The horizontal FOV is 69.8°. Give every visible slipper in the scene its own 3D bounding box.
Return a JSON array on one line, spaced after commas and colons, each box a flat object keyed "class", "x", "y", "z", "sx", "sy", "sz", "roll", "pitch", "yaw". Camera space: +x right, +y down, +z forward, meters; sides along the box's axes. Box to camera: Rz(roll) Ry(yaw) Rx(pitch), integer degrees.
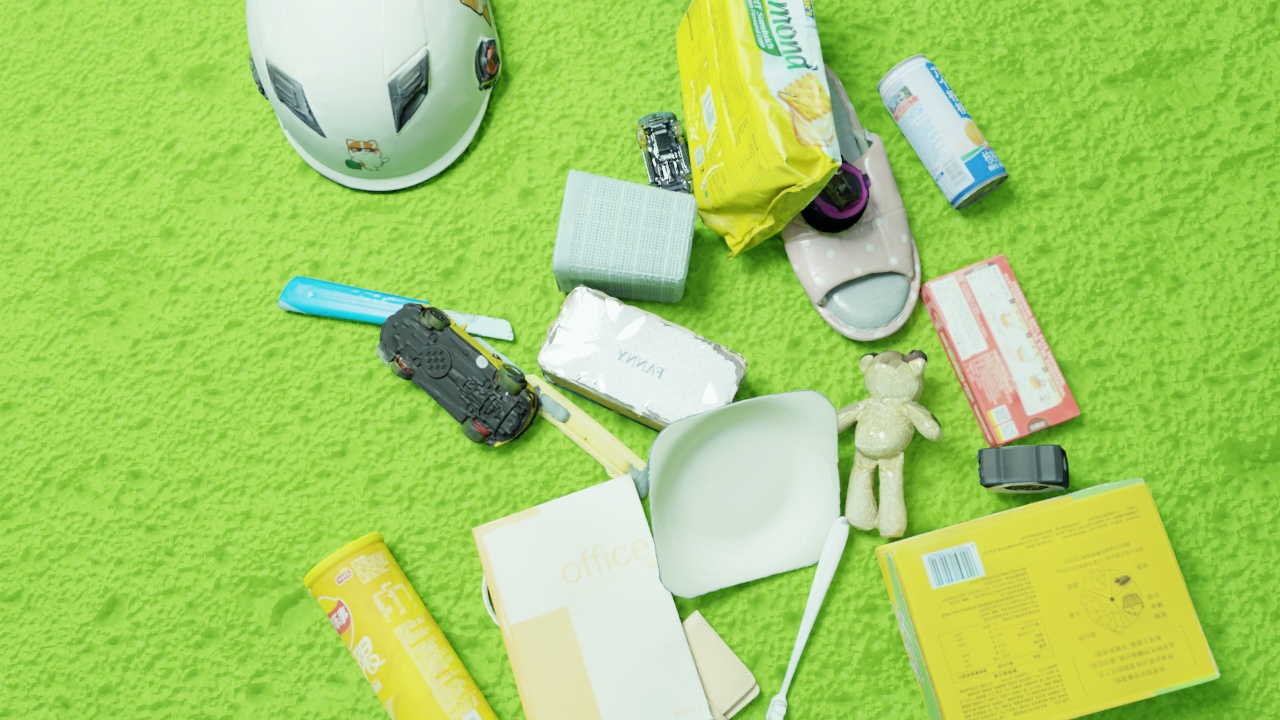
[{"class": "slipper", "x": 0.171, "y": -0.149, "z": 0.807, "sx": 0.114, "sy": 0.054, "sz": 0.274, "roll": -15, "pitch": 78, "yaw": 0}]

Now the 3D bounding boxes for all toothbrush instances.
[{"class": "toothbrush", "x": 0.137, "y": 0.213, "z": 0.748, "sx": 0.016, "sy": 0.016, "sz": 0.180, "roll": 20, "pitch": 85, "yaw": 5}]

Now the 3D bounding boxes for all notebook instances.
[{"class": "notebook", "x": -0.042, "y": 0.213, "z": 0.752, "sx": 0.146, "sy": 0.010, "sz": 0.206, "roll": -19, "pitch": 76, "yaw": 1}]

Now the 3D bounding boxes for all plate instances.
[{"class": "plate", "x": 0.082, "y": 0.103, "z": 0.742, "sx": 0.164, "sy": 0.034, "sz": 0.164, "roll": -11, "pitch": 111, "yaw": -14}]

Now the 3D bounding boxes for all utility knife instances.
[{"class": "utility knife", "x": -0.219, "y": -0.044, "z": 0.826, "sx": 0.218, "sy": 0.018, "sz": 0.034, "roll": 10, "pitch": 78, "yaw": 7}, {"class": "utility knife", "x": -0.075, "y": 0.045, "z": 0.806, "sx": 0.216, "sy": 0.022, "sz": 0.031, "roll": 37, "pitch": 80, "yaw": 14}]

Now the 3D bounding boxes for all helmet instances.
[{"class": "helmet", "x": -0.247, "y": -0.305, "z": 0.810, "sx": 0.230, "sy": 0.157, "sz": 0.273, "roll": -2, "pitch": 79, "yaw": 3}]

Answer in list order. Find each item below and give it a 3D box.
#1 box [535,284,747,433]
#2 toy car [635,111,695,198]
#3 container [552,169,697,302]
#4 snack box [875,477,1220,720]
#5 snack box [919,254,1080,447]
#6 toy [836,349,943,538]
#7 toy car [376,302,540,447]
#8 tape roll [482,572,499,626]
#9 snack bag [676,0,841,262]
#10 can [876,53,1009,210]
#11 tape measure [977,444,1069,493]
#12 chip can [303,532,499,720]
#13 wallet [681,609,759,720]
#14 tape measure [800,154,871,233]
[{"class": "box", "x": -0.005, "y": 0.005, "z": 0.785, "sx": 0.184, "sy": 0.062, "sz": 0.089, "roll": 26, "pitch": 81, "yaw": 10}, {"class": "toy car", "x": 0.024, "y": -0.179, "z": 0.830, "sx": 0.043, "sy": 0.036, "sz": 0.091, "roll": -13, "pitch": 78, "yaw": -1}, {"class": "container", "x": -0.011, "y": -0.103, "z": 0.793, "sx": 0.111, "sy": 0.090, "sz": 0.090, "roll": 8, "pitch": 79, "yaw": 2}, {"class": "snack box", "x": 0.312, "y": 0.196, "z": 0.722, "sx": 0.210, "sy": 0.070, "sz": 0.157, "roll": -16, "pitch": 78, "yaw": 0}, {"class": "snack box", "x": 0.305, "y": -0.009, "z": 0.786, "sx": 0.075, "sy": 0.025, "sz": 0.153, "roll": -21, "pitch": 79, "yaw": -2}, {"class": "toy", "x": 0.205, "y": 0.068, "z": 0.764, "sx": 0.105, "sy": 0.066, "sz": 0.157, "roll": 1, "pitch": 80, "yaw": 46}, {"class": "toy car", "x": -0.157, "y": 0.009, "z": 0.796, "sx": 0.156, "sy": 0.041, "sz": 0.071, "roll": 38, "pitch": 105, "yaw": 7}, {"class": "tape roll", "x": -0.090, "y": 0.190, "z": 0.775, "sx": 0.086, "sy": 0.014, "sz": 0.085, "roll": -1, "pitch": 78, "yaw": 3}, {"class": "snack bag", "x": 0.088, "y": -0.222, "z": 0.766, "sx": 0.068, "sy": 0.158, "sz": 0.246, "roll": -2, "pitch": 74, "yaw": -18}, {"class": "can", "x": 0.266, "y": -0.202, "z": 0.812, "sx": 0.053, "sy": 0.053, "sz": 0.134, "roll": -29, "pitch": 79, "yaw": -3}, {"class": "tape measure", "x": 0.312, "y": 0.089, "z": 0.746, "sx": 0.066, "sy": 0.066, "sz": 0.033, "roll": -5, "pitch": 73, "yaw": 30}, {"class": "chip can", "x": -0.185, "y": 0.245, "z": 0.741, "sx": 0.072, "sy": 0.072, "sz": 0.213, "roll": -37, "pitch": 79, "yaw": -4}, {"class": "wallet", "x": 0.032, "y": 0.275, "z": 0.747, "sx": 0.115, "sy": 0.024, "sz": 0.087, "roll": -41, "pitch": 80, "yaw": -6}, {"class": "tape measure", "x": 0.159, "y": -0.136, "z": 0.756, "sx": 0.057, "sy": 0.039, "sz": 0.058, "roll": -35, "pitch": 81, "yaw": -3}]
